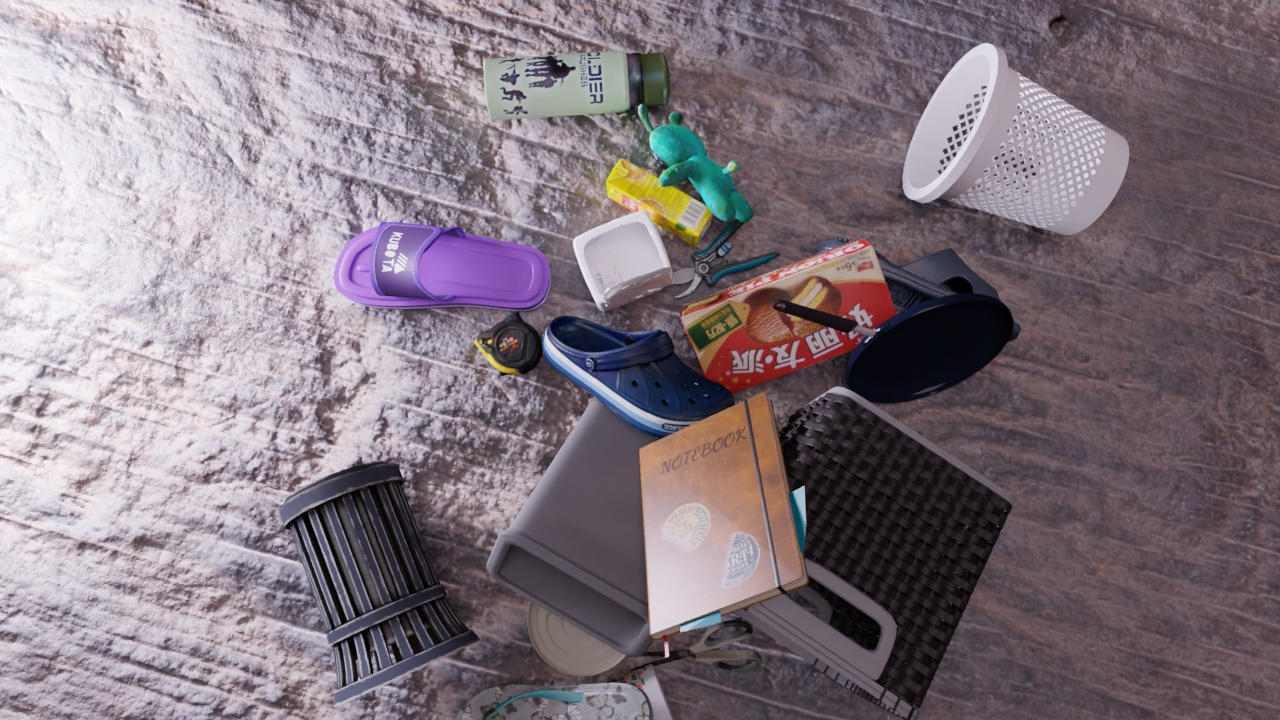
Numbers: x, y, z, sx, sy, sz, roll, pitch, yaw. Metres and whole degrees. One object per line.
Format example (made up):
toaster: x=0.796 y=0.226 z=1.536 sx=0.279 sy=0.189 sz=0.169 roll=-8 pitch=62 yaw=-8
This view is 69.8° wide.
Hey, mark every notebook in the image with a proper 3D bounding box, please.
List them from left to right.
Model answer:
notebook: x=0.081 y=0.151 z=0.912 sx=0.179 sy=0.014 sz=0.248 roll=-27 pitch=39 yaw=20

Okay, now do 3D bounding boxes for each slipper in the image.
slipper: x=-0.245 y=-0.117 z=1.119 sx=0.266 sy=0.084 sz=0.107 roll=6 pitch=81 yaw=-1
slipper: x=-0.116 y=0.402 z=1.015 sx=0.269 sy=0.054 sz=0.098 roll=-18 pitch=63 yaw=20
slipper: x=-0.006 y=0.006 z=1.070 sx=0.253 sy=0.104 sz=0.095 roll=27 pitch=120 yaw=20
slipper: x=0.350 y=-0.106 z=1.127 sx=0.263 sy=0.101 sz=0.082 roll=25 pitch=82 yaw=6

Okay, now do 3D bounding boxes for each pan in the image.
pan: x=0.273 y=-0.028 z=1.025 sx=0.355 sy=0.199 sz=0.021 roll=13 pitch=47 yaw=-36

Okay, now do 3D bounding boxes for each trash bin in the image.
trash bin: x=-0.301 y=0.242 z=1.031 sx=0.164 sy=0.164 sz=0.227 roll=-24 pitch=79 yaw=-5
trash bin: x=-0.031 y=0.180 z=1.022 sx=0.192 sy=0.098 sz=0.219 roll=29 pitch=45 yaw=3
trash bin: x=0.461 y=-0.251 z=1.117 sx=0.199 sy=0.196 sz=0.195 roll=21 pitch=81 yaw=-8

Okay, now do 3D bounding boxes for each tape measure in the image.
tape measure: x=-0.158 y=-0.017 z=1.129 sx=0.071 sy=0.042 sz=0.072 roll=-34 pitch=80 yaw=-7

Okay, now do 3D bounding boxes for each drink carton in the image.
drink carton: x=0.023 y=-0.196 z=1.151 sx=0.134 sy=0.058 sz=0.043 roll=31 pitch=83 yaw=4

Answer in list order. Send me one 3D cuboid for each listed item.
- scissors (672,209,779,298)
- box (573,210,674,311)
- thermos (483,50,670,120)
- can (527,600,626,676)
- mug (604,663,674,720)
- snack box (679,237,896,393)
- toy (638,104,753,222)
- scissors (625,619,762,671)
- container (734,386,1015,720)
scissors: x=0.109 y=-0.130 z=1.164 sx=0.124 sy=0.019 sz=0.156 roll=21 pitch=83 yaw=4
box: x=-0.019 y=-0.113 z=1.096 sx=0.108 sy=0.137 sz=0.128 roll=-22 pitch=82 yaw=3
thermos: x=-0.078 y=-0.346 z=1.163 sx=0.231 sy=0.082 sz=0.082 roll=-4 pitch=82 yaw=-3
can: x=-0.065 y=0.295 z=1.068 sx=0.128 sy=0.073 sz=0.127 roll=0 pitch=82 yaw=-2
mug: x=-0.010 y=0.415 z=1.059 sx=0.089 sy=0.073 sz=0.105 roll=-21 pitch=108 yaw=-5
snack box: x=0.175 y=-0.049 z=1.087 sx=0.236 sy=0.060 sz=0.113 roll=-20 pitch=106 yaw=11
toy: x=0.071 y=-0.243 z=1.135 sx=0.193 sy=0.130 sz=0.073 roll=52 pitch=124 yaw=23
scissors: x=0.070 y=0.343 z=1.071 sx=0.162 sy=0.012 sz=0.159 roll=27 pitch=125 yaw=-24
container: x=0.219 y=0.203 z=1.007 sx=0.247 sy=0.246 sz=0.243 roll=33 pitch=79 yaw=3
